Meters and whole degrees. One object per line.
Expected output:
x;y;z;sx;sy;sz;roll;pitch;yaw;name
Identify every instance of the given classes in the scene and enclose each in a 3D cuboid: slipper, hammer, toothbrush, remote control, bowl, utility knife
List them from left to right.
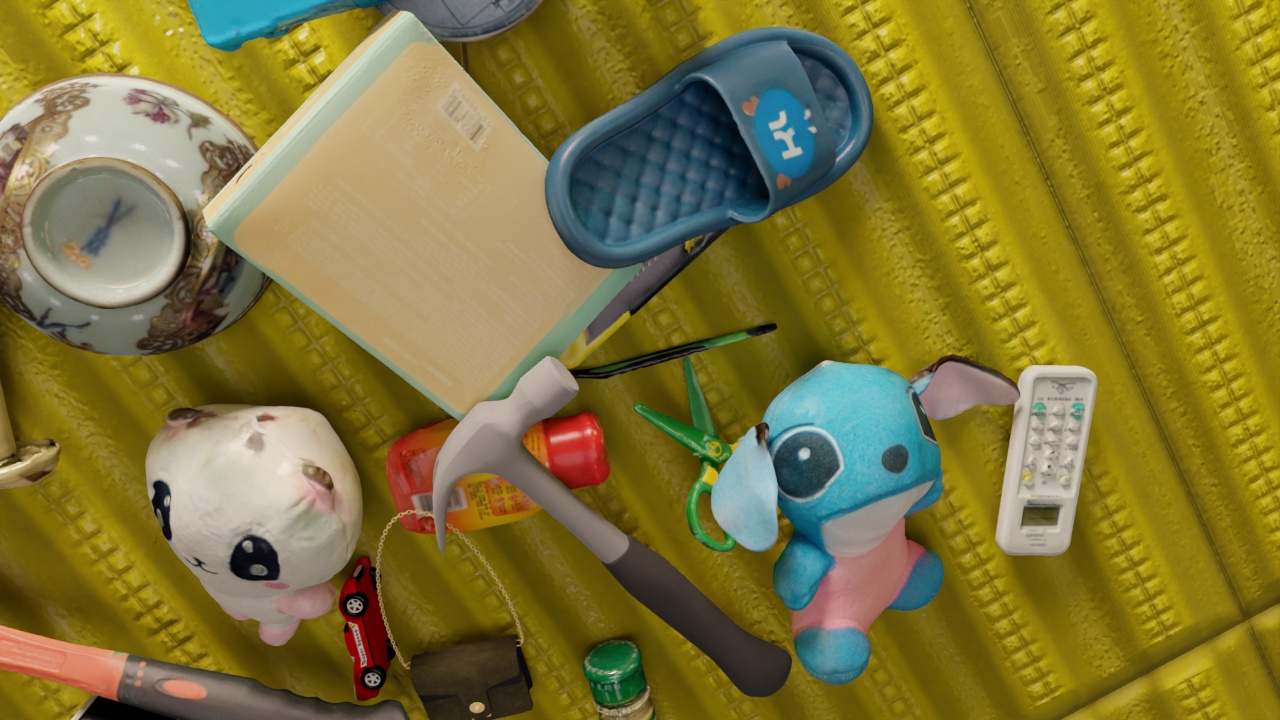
-0.275;-0.071;0.486;0.159;0.094;0.160;-5;105;-19;bowl
-0.303;0.200;0.567;0.333;0.033;0.132;16;64;-6;hammer
-0.004;0.134;0.582;0.125;0.029;0.311;-39;118;9;hammer
-0.003;0.003;0.586;0.188;0.014;0.017;-14;119;0;toothbrush
0.009;-0.059;0.568;0.175;0.020;0.029;-42;106;7;utility knife
0.045;-0.121;0.509;0.213;0.059;0.104;-26;106;-19;slipper
0.271;0.068;0.618;0.050;0.022;0.133;1;105;-5;remote control

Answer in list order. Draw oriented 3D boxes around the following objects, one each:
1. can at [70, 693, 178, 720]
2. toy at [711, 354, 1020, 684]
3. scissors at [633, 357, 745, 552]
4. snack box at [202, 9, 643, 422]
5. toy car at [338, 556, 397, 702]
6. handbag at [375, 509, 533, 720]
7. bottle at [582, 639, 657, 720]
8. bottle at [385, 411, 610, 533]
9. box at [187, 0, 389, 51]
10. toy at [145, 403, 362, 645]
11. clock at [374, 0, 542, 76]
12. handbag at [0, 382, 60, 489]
-0.316;0.283;0.606;0.146;0.080;0.080;39;99;-13;can
0.144;0.089;0.579;0.223;0.099;0.191;-22;112;-28;toy
0.052;0.056;0.587;0.123;0.012;0.127;-8;81;-33;scissors
-0.107;-0.065;0.499;0.141;0.044;0.193;-48;126;-2;snack box
-0.183;0.178;0.609;0.025;0.038;0.089;-8;106;1;toy car
-0.123;0.169;0.595;0.084;0.027;0.178;-11;120;-1;handbag
-0.008;0.251;0.640;0.042;0.042;0.110;-13;107;0;bottle
-0.087;0.067;0.579;0.134;0.048;0.071;-11;108;-1;bottle
-0.117;-0.263;0.421;0.243;0.059;0.176;-18;122;1;box
-0.233;0.103;0.559;0.139;0.101;0.180;23;121;12;toy
-0.110;-0.244;0.487;0.117;0.058;0.158;-39;104;6;clock
-0.446;-0.027;0.510;0.191;0.088;0.233;-4;105;-6;handbag
